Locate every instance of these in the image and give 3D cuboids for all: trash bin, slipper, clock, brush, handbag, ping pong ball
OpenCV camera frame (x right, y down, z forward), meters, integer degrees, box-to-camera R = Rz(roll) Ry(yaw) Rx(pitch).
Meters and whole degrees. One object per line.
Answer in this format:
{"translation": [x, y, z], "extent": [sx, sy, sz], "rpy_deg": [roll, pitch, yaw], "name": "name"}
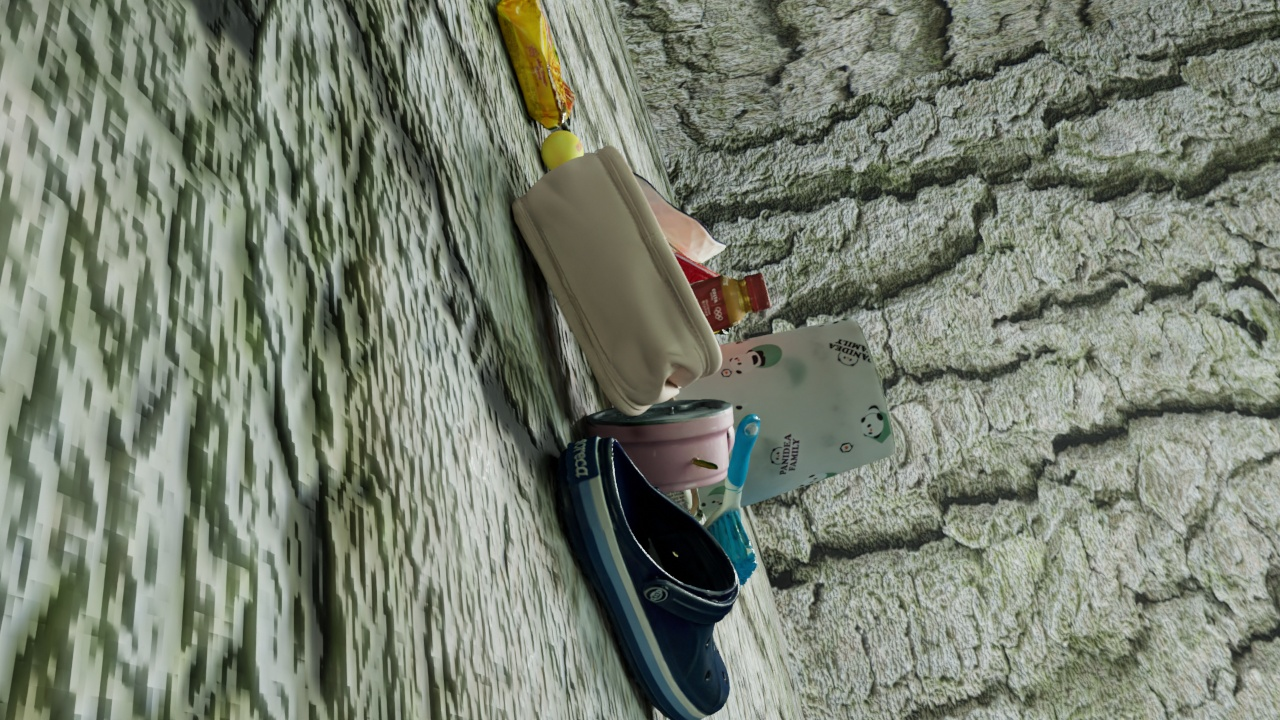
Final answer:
{"translation": [0.177, 0.065, 1.182], "extent": [0.229, 0.252, 0.229], "rpy_deg": [-16, 89, -83], "name": "trash bin"}
{"translation": [0.019, 0.150, 0.653], "extent": [0.105, 0.095, 0.253], "rpy_deg": [-89, 159, -57], "name": "slipper"}
{"translation": [0.020, 0.066, 0.751], "extent": [0.158, 0.117, 0.060], "rpy_deg": [-36, 121, -80], "name": "clock"}
{"translation": [0.107, 0.180, 1.062], "extent": [0.315, 0.060, 0.109], "rpy_deg": [103, -23, -58], "name": "brush"}
{"translation": [0.000, -0.051, 0.757], "extent": [0.193, 0.093, 0.234], "rpy_deg": [64, 7, 12], "name": "handbag"}
{"translation": [-0.074, -0.197, 0.870], "extent": [0.040, 0.040, 0.040], "rpy_deg": [-15, 89, -83], "name": "ping pong ball"}

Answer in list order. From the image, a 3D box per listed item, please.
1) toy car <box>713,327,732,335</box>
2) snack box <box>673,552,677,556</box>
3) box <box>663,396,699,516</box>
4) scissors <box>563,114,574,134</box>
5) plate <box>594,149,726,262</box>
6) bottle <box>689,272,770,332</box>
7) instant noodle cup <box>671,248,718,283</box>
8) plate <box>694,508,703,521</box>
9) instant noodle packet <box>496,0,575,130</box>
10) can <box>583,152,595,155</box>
{"translation": [0.058, -0.038, 1.179], "extent": [0.155, 0.071, 0.041], "rpy_deg": [-27, 109, -43], "name": "toy car"}
{"translation": [0.051, 0.208, 1.014], "extent": [0.140, 0.034, 0.086], "rpy_deg": [65, 12, -47], "name": "snack box"}
{"translation": [0.019, 0.074, 0.872], "extent": [0.088, 0.076, 0.162], "rpy_deg": [139, -59, -67], "name": "box"}
{"translation": [-0.081, -0.266, 1.081], "extent": [0.181, 0.014, 0.159], "rpy_deg": [65, 12, -60], "name": "scissors"}
{"translation": [0.015, -0.191, 1.166], "extent": [0.205, 0.045, 0.204], "rpy_deg": [37, 7, -5], "name": "plate"}
{"translation": [0.051, -0.052, 0.987], "extent": [0.057, 0.175, 0.057], "rpy_deg": [-15, 89, -83], "name": "bottle"}
{"translation": [0.033, -0.099, 1.110], "extent": [0.066, 0.194, 0.193], "rpy_deg": [-63, 176, 6], "name": "instant noodle cup"}
{"translation": [0.044, 0.107, 1.202], "extent": [0.230, 0.027, 0.230], "rpy_deg": [-15, 89, -84], "name": "plate"}
{"translation": [-0.099, -0.292, 0.875], "extent": [0.110, 0.044, 0.128], "rpy_deg": [-100, 171, -67], "name": "instant noodle packet"}
{"translation": [-0.041, -0.174, 0.938], "extent": [0.134, 0.053, 0.053], "rpy_deg": [-118, -172, -62], "name": "can"}
